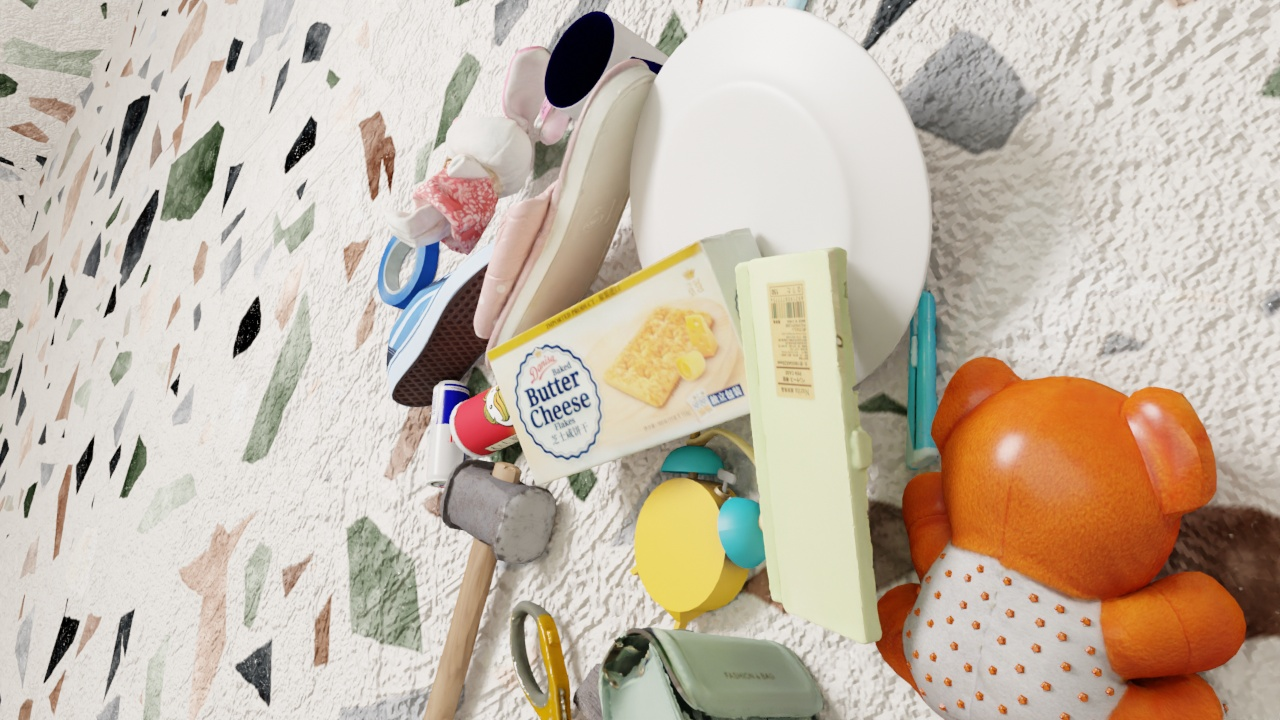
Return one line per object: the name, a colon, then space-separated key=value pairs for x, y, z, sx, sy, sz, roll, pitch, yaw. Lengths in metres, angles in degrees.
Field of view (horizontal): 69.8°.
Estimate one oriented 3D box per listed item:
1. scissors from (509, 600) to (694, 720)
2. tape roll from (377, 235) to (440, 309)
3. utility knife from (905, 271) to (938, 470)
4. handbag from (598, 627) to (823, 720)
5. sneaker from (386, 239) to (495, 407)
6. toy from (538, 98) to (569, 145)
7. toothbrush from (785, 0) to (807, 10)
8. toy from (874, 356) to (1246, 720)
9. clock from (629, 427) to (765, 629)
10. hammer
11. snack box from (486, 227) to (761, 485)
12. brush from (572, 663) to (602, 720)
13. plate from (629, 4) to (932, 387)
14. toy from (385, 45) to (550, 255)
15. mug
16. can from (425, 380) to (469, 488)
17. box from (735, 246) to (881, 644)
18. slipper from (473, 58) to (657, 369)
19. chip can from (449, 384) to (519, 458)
scissors: x=-0.033 y=0.241 z=0.612 sx=0.230 sy=0.016 sz=0.225 roll=-47 pitch=46 yaw=27
tape roll: x=-0.248 y=-0.100 z=0.976 sx=0.093 sy=0.016 sz=0.091 roll=-2 pitch=74 yaw=45
utility knife: x=0.162 y=-0.017 z=0.530 sx=0.022 sy=0.015 sz=0.161 roll=143 pitch=135 yaw=-64
handbag: x=0.043 y=0.199 z=0.490 sx=0.067 sy=0.121 sz=0.106 roll=-38 pitch=52 yaw=30
sneaker: x=-0.161 y=-0.061 z=0.826 sx=0.242 sy=0.083 sz=0.098 roll=-41 pitch=51 yaw=32
toy: x=-0.059 y=-0.246 z=0.816 sx=0.110 sy=0.047 sz=0.063 roll=-52 pitch=34 yaw=26
toothbrush: x=0.119 y=-0.277 z=0.666 sx=0.022 sy=0.016 sz=0.155 roll=-155 pitch=86 yaw=-80
toy: x=0.184 y=0.090 z=0.419 sx=0.164 sy=0.092 sz=0.172 roll=16 pitch=100 yaw=50
clock: x=0.039 y=0.108 z=0.590 sx=0.099 sy=0.043 sz=0.130 roll=48 pitch=117 yaw=44
hammer: x=-0.149 y=0.241 z=0.733 sx=0.098 sy=0.052 sz=0.328 roll=16 pitch=91 yaw=47
snack box: x=-0.004 y=0.003 z=0.594 sx=0.208 sy=0.057 sz=0.104 roll=-23 pitch=87 yaw=40
brush: x=0.004 y=0.249 z=0.592 sx=0.151 sy=0.012 sz=0.039 roll=28 pitch=97 yaw=49
plate: x=0.067 y=-0.089 z=0.565 sx=0.243 sy=0.016 sz=0.243 roll=23 pitch=121 yaw=45
toy: x=-0.143 y=-0.170 z=0.804 sx=0.193 sy=0.084 sz=0.159 roll=-56 pitch=4 yaw=-21
mug: x=-0.003 y=-0.209 z=0.706 sx=0.112 sy=0.096 sz=0.078 roll=19 pitch=89 yaw=47
can: x=-0.173 y=0.067 z=0.827 sx=0.032 sy=0.032 sz=0.095 roll=-18 pitch=63 yaw=41
box: x=0.086 y=0.037 z=0.475 sx=0.066 sy=0.127 sz=0.188 roll=-6 pitch=95 yaw=7
slipper: x=-0.062 y=-0.102 z=0.689 sx=0.054 sy=0.113 sz=0.275 roll=38 pitch=123 yaw=14
chip can: x=-0.064 y=0.021 z=0.718 sx=0.215 sy=0.051 sz=0.051 roll=-26 pitch=58 yaw=37
